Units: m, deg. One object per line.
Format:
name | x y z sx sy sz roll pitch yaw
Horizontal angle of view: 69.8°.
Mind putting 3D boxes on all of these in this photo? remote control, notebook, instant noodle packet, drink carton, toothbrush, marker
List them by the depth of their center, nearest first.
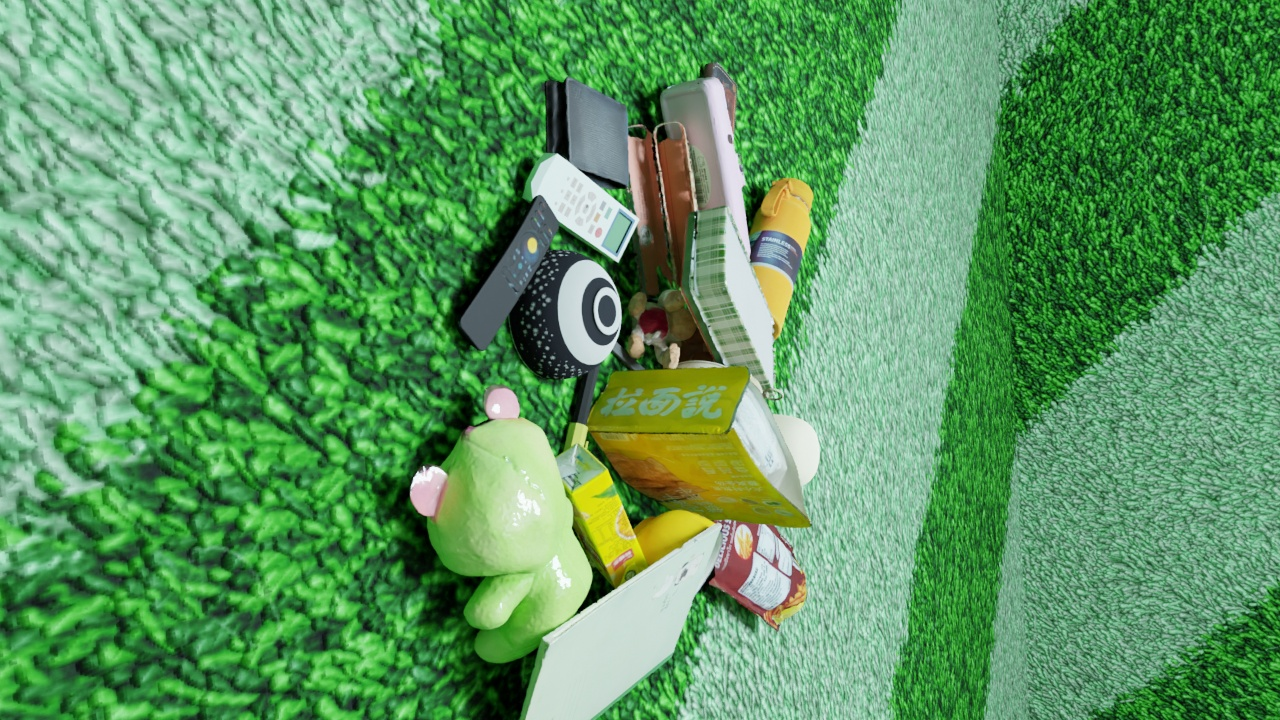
remote control | -0.112 -0.077 0.781 0.151 0.020 0.041 -62 140 -28
notebook | -0.021 0.263 0.836 0.251 0.010 0.182 -20 134 -51
drink carton | -0.040 0.146 0.843 0.042 0.058 0.135 -33 127 -17
remote control | -0.058 -0.145 0.871 0.143 0.024 0.049 30 85 -52
marker | -0.055 0.051 0.877 0.021 0.018 0.123 15 69 -10
instant noodle packet | 0.068 0.105 0.936 0.222 0.163 0.084 56 43 -40
toothbrush | -0.006 0.006 0.965 0.167 0.013 0.012 44 53 -46

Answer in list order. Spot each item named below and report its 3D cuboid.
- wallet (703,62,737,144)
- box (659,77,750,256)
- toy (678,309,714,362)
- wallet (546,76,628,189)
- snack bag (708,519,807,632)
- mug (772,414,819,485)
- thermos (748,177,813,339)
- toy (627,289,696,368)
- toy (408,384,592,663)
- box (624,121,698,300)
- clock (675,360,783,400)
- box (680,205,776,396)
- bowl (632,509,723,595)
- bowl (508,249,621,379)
wallet | 0.094 -0.295 1.128 0.072 0.019 0.123 23 69 -59
box | 0.061 -0.206 1.023 0.077 0.146 0.202 -16 106 -16
toy | 0.084 -0.023 1.062 0.127 0.065 0.095 -23 113 -61
wallet | -0.047 -0.221 0.899 0.114 0.026 0.089 1 86 -58
snack bag | 0.141 0.243 1.138 0.208 0.067 0.138 48 45 -42
mug | 0.179 0.117 1.165 0.120 0.100 0.096 12 78 -57
thermos | 0.172 -0.139 1.181 0.092 0.076 0.232 104 6 -59
toy | 0.028 -0.030 0.964 0.105 0.074 0.085 -3 91 -72
toy | -0.099 0.138 0.734 0.149 0.107 0.197 -51 138 -45
box | 0.024 -0.159 0.977 0.041 0.082 0.187 -62 143 -78
clock | 0.082 0.044 0.956 0.093 0.141 0.054 49 45 -42
box | 0.096 -0.055 0.966 0.205 0.051 0.117 59 28 -50
bowl | 0.023 0.200 0.930 0.117 0.068 0.117 -39 146 -32
bowl | -0.057 -0.043 0.836 0.120 0.066 0.120 5 84 -57
